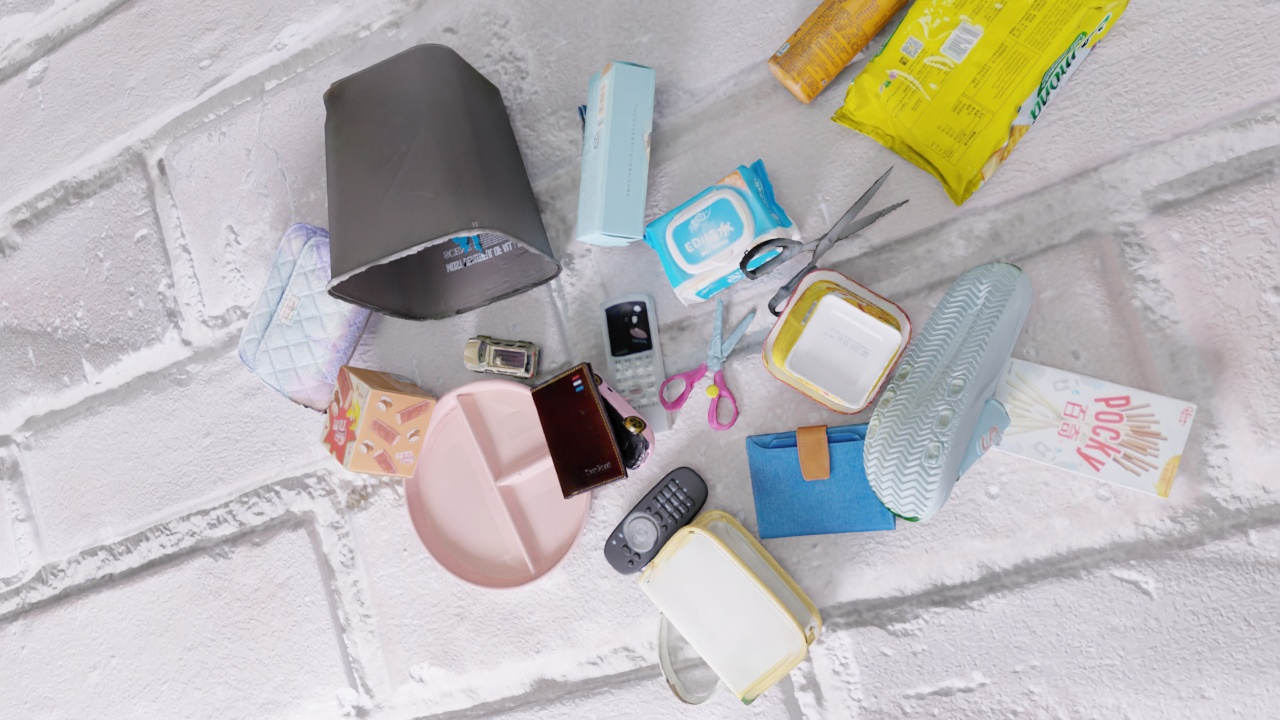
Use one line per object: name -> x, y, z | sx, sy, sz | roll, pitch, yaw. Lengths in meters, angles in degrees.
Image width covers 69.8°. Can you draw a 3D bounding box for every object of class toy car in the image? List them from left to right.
toy car -> -0.154, -0.004, 0.998 | 0.090, 0.035, 0.042 | 7, 91, 22
toy car -> -0.030, 0.059, 0.928 | 0.122, 0.037, 0.056 | 44, 123, 29

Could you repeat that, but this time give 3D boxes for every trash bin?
trash bin -> -0.214, -0.177, 0.949 | 0.199, 0.198, 0.219 | -17, 76, 17

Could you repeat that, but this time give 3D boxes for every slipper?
slipper -> 0.279, 0.029, 0.810 | 0.245, 0.074, 0.104 | -63, 28, -6

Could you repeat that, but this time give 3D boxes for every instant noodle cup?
instant noodle cup -> 0.177, -0.013, 0.819 | 0.116, 0.123, 0.116 | 30, 99, 5

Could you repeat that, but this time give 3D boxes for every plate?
plate -> -0.156, 0.134, 1.000 | 0.230, 0.028, 0.229 | 0, 90, 20

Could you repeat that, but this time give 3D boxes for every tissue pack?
tissue pack -> 0.078, -0.123, 0.898 | 0.140, 0.063, 0.090 | -29, 78, 17

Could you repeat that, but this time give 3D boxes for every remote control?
remote control -> -0.006, 0.006, 0.950 | 0.058, 0.021, 0.150 | -10, 86, 20
remote control -> 0.017, 0.163, 0.938 | 0.053, 0.024, 0.136 | 46, 105, 13

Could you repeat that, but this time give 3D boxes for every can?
can -> 0.189, -0.314, 0.863 | 0.146, 0.058, 0.058 | -45, 75, 14

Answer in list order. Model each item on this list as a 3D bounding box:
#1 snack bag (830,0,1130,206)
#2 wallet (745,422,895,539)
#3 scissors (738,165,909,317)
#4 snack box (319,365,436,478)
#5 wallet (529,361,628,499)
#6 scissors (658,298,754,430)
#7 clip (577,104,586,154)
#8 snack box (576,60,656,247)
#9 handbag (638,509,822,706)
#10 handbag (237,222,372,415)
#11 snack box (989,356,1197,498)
snack bag -> 0.301, -0.280, 0.817 | 0.158, 0.068, 0.247 | 40, 103, 16
wallet -> 0.171, 0.115, 0.876 | 0.133, 0.040, 0.106 | -7, 91, 18
scissors -> 0.170, -0.109, 0.864 | 0.014, 0.159, 0.174 | -122, 37, -47
snack box -> -0.289, 0.067, 1.005 | 0.093, 0.077, 0.094 | 24, 98, 49
wallet -> -0.063, 0.072, 0.926 | 0.097, 0.020, 0.122 | -25, 82, 44
scissors -> 0.065, 0.002, 0.922 | 0.105, 0.017, 0.136 | 4, 92, 7
clip -> -0.054, -0.241, 0.971 | 0.029, 0.024, 0.057 | -14, 91, 23
snack box -> -0.025, -0.205, 0.925 | 0.051, 0.074, 0.175 | 5, 91, -19
handbag -> 0.071, 0.256, 0.906 | 0.163, 0.063, 0.179 | 46, 119, 15
handbag -> -0.379, -0.052, 1.059 | 0.134, 0.075, 0.194 | 29, 100, 18
snack box -> 0.387, 0.056, 0.802 | 0.157, 0.026, 0.085 | 16, 95, 20
